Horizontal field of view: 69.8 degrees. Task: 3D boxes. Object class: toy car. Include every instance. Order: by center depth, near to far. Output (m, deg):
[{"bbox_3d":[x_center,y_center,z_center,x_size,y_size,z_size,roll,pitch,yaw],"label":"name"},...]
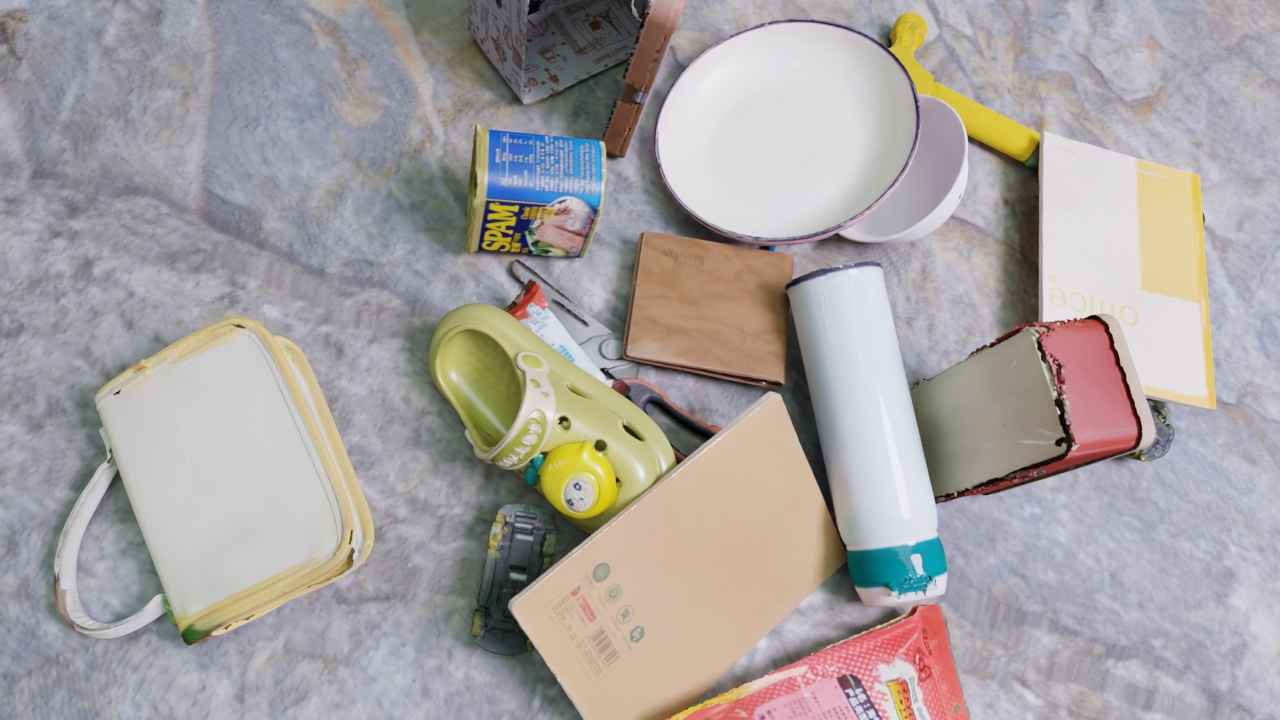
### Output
[{"bbox_3d":[-0.078,0.135,0.568,0.043,0.036,0.091,12,69,-9],"label":"toy car"},{"bbox_3d":[0.354,0.032,0.694,0.048,0.032,0.105,-37,81,-22],"label":"toy car"}]

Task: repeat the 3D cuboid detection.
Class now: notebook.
[{"bbox_3d":[0.035,0.135,0.565,0.207,0.008,0.148,-37,118,-20],"label":"notebook"},{"bbox_3d":[0.373,-0.071,0.709,0.146,0.010,0.206,12,70,-8],"label":"notebook"}]

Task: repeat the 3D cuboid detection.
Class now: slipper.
[{"bbox_3d":[-0.068,0.043,0.566,0.190,0.092,0.081,41,28,11],"label":"slipper"}]

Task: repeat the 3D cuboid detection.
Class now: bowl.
[{"bbox_3d":[0.200,-0.131,0.692,0.064,0.119,0.118,26,62,-44],"label":"bowl"}]

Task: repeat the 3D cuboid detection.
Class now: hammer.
[{"bbox_3d":[0.323,-0.173,0.756,0.300,0.033,0.128,25,69,-3],"label":"hammer"}]

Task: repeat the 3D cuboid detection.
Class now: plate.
[{"bbox_3d":[0.107,-0.165,0.681,0.192,0.039,0.192,-5,68,12],"label":"plate"}]

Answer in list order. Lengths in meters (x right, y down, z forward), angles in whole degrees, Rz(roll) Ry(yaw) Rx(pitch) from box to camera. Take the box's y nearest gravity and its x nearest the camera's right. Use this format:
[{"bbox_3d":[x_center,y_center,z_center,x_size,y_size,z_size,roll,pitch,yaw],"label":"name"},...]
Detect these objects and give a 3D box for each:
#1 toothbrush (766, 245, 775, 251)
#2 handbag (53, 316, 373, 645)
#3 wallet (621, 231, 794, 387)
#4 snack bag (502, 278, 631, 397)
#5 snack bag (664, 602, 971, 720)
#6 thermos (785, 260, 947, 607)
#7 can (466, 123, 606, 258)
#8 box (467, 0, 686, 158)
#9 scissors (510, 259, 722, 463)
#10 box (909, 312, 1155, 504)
[{"bbox_3d":[0.111,-0.143,0.712,0.016,0.014,0.189,17,70,-5],"label":"toothbrush"},{"bbox_3d":[-0.264,0.081,0.543,0.178,0.063,0.163,-27,79,-3],"label":"handbag"},{"bbox_3d":[0.049,-0.037,0.645,0.115,0.020,0.101,9,69,-5],"label":"wallet"},{"bbox_3d":[-0.055,-0.003,0.610,0.048,0.026,0.104,-44,85,4],"label":"snack bag"},{"bbox_3d":[0.120,0.241,0.564,0.207,0.073,0.128,-13,79,-21],"label":"snack bag"},{"bbox_3d":[0.152,0.051,0.614,0.073,0.073,0.224,-8,81,-14],"label":"thermos"},{"bbox_3d":[-0.072,-0.109,0.616,0.083,0.102,0.057,3,71,-13],"label":"can"},{"bbox_3d":[-0.015,-0.246,0.633,0.150,0.182,0.166,-30,77,-19],"label":"box"},{"bbox_3d":[-0.001,0.002,0.641,0.225,0.015,0.189,-13,75,-15],"label":"scissors"},{"bbox_3d":[0.229,0.036,0.594,0.078,0.169,0.091,-6,73,-17],"label":"box"}]
